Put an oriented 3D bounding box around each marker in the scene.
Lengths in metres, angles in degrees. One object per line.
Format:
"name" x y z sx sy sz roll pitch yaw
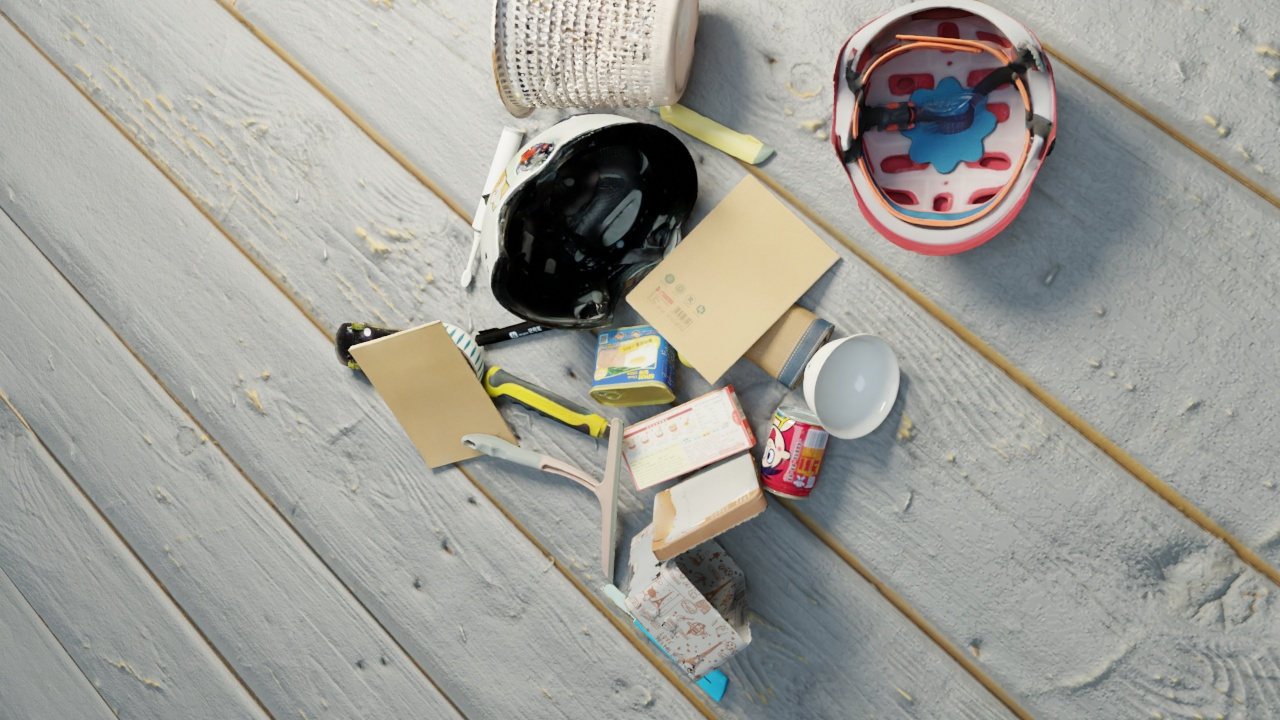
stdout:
"marker" -0.161 -0.041 1.215 0.132 0.020 0.022 -12 61 25

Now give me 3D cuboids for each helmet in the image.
"helmet" -0.076 -0.178 1.076 0.274 0.229 0.157 -53 44 15
"helmet" 0.307 -0.237 0.927 0.207 0.143 0.240 2 110 24

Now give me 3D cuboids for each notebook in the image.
"notebook" 0.105 -0.095 1.062 0.207 0.008 0.148 -45 78 1
"notebook" -0.272 0.051 1.218 0.150 0.012 0.211 -15 120 23

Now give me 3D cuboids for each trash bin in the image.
"trash bin" -0.041 -0.378 1.039 0.192 0.227 0.227 11 99 10

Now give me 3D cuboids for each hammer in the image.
"hammer" -0.062 0.079 1.176 0.323 0.031 0.126 23 104 21

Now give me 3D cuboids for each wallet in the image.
"wallet" 0.156 -0.031 1.070 0.115 0.033 0.090 34 104 18

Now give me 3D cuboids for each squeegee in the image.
"squeegee" -0.126 0.138 1.192 0.250 0.040 0.248 19 123 23

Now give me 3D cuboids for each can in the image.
"can" -0.007 0.007 1.116 0.102 0.057 0.083 -5 64 24
"can" 0.177 0.106 1.054 0.066 0.066 0.094 18 102 21

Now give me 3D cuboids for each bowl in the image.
"bowl" 0.221 0.023 1.020 0.065 0.118 0.118 25 108 61
"bowl" -0.261 -0.004 1.225 0.116 0.066 0.117 8 127 10

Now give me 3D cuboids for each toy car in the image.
"toy car" -0.361 -0.016 1.291 0.158 0.042 0.070 11 99 18

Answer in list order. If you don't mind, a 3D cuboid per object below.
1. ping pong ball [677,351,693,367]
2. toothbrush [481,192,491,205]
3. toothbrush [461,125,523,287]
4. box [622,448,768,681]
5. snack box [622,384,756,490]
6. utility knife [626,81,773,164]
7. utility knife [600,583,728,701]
"ping pong ball" 0.065 -0.011 1.106 0.040 0.040 0.040 2 96 23
"toothbrush" -0.107 -0.234 1.157 0.213 0.026 0.027 -15 98 19
"toothbrush" -0.201 -0.200 1.213 0.026 0.026 0.221 17 104 -14
"box" 0.089 0.212 1.037 0.194 0.183 0.157 -38 100 12
"snack box" 0.052 0.093 1.094 0.156 0.027 0.077 -24 88 21
"utility knife" 0.064 -0.284 1.093 0.206 0.021 0.031 30 102 12
"utility knife" 0.029 0.352 1.166 0.204 0.018 0.034 38 112 15
